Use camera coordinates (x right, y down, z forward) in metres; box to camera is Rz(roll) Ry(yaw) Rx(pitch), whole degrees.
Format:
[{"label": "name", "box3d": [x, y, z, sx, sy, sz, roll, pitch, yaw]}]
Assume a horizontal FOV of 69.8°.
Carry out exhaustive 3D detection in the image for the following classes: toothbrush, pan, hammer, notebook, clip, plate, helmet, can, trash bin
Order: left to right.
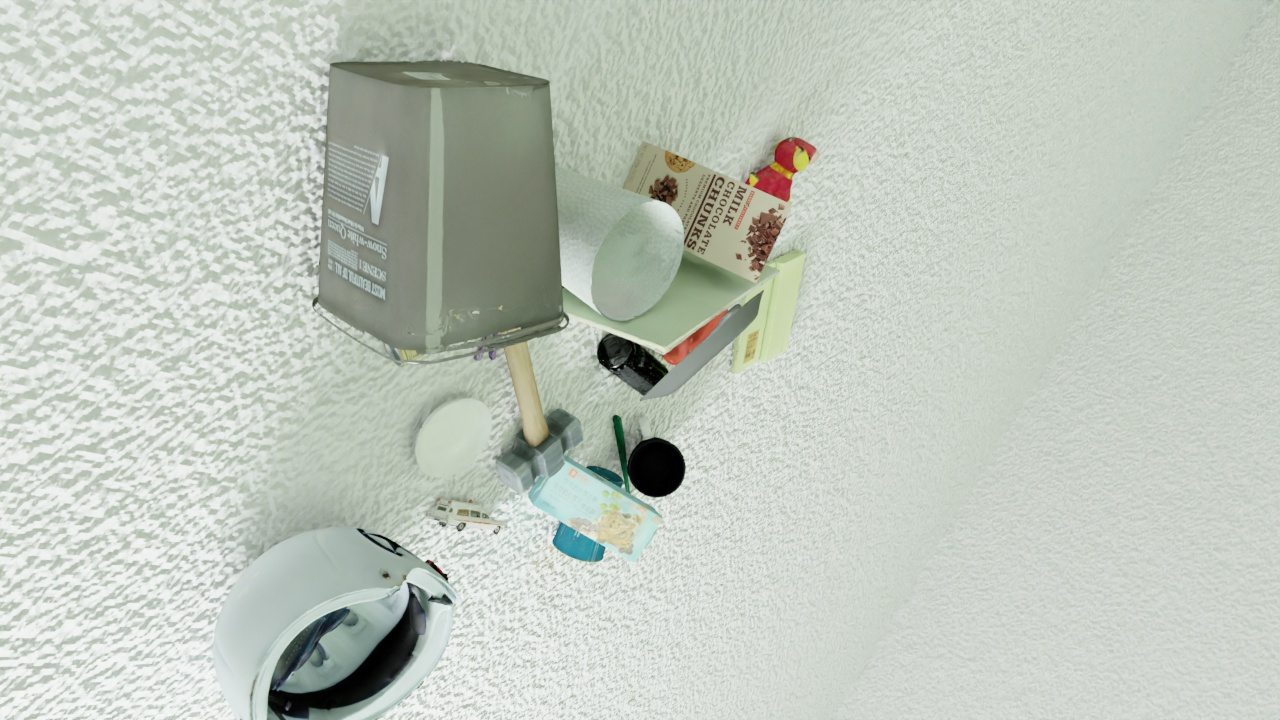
[{"label": "helmet", "box3d": [-0.328, 0.279, 0.970, 0.236, 0.164, 0.264, -48, 150, -8]}, {"label": "can", "box3d": [-0.227, -0.028, 0.966, 0.079, 0.038, 0.038, -33, 138, -31]}, {"label": "trash bin", "box3d": [-0.177, -0.143, 0.819, 0.197, 0.197, 0.220, -17, 122, -41]}, {"label": "plate", "box3d": [-0.222, 0.085, 1.067, 0.104, 0.026, 0.104, -29, 135, -33]}, {"label": "clip", "box3d": [-0.173, -0.018, 1.062, 0.050, 0.014, 0.046, -54, 145, -2]}, {"label": "hammer", "box3d": [-0.139, 0.020, 1.088, 0.117, 0.051, 0.323, -41, 143, -31]}, {"label": "trash bin", "box3d": [-0.057, -0.134, 0.984, 0.133, 0.161, 0.133, -30, 136, -34]}, {"label": "toothbrush", "box3d": [-0.028, 0.153, 1.362, 0.017, 0.016, 0.190, -32, 137, -26]}, {"label": "can", "box3d": [-0.007, 0.007, 1.243, 0.054, 0.054, 0.137, -56, 145, -3]}, {"label": "notebook", "box3d": [0.022, -0.087, 1.061, 0.251, 0.182, 0.010, -35, 137, -46]}, {"label": "pan", "box3d": [0.091, -0.022, 1.126, 0.216, 0.024, 0.355, -42, 176, -8]}]

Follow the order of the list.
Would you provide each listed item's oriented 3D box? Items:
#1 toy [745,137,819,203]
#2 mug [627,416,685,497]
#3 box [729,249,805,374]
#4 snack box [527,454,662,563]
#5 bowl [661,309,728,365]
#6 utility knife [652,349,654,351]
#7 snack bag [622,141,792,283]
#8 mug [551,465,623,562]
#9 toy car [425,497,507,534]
[{"label": "toy", "box3d": [0.187, -0.250, 1.286, 0.105, 0.067, 0.138, 1, 127, -48]}, {"label": "mug", "box3d": [0.018, 0.141, 1.356, 0.085, 0.119, 0.100, -16, 177, -1]}, {"label": "box", "box3d": [0.202, -0.076, 1.463, 0.137, 0.024, 0.187, -21, 131, -37]}, {"label": "snack box", "box3d": [-0.061, 0.199, 1.248, 0.174, 0.053, 0.075, 33, 88, -17]}, {"label": "bowl", "box3d": [0.088, -0.043, 1.329, 0.130, 0.045, 0.131, -30, 136, -34]}, {"label": "utility knife", "box3d": [-0.001, -0.075, 1.228, 0.022, 0.016, 0.177, -46, 140, -19]}, {"label": "snack bag", "box3d": [0.076, -0.173, 1.075, 0.069, 0.206, 0.094, 10, 108, -53]}, {"label": "mug", "box3d": [-0.071, 0.217, 1.313, 0.078, 0.078, 0.121, 8, 104, -53]}, {"label": "toy car", "box3d": [-0.214, 0.195, 1.153, 0.113, 0.039, 0.039, 22, 77, -55]}]
